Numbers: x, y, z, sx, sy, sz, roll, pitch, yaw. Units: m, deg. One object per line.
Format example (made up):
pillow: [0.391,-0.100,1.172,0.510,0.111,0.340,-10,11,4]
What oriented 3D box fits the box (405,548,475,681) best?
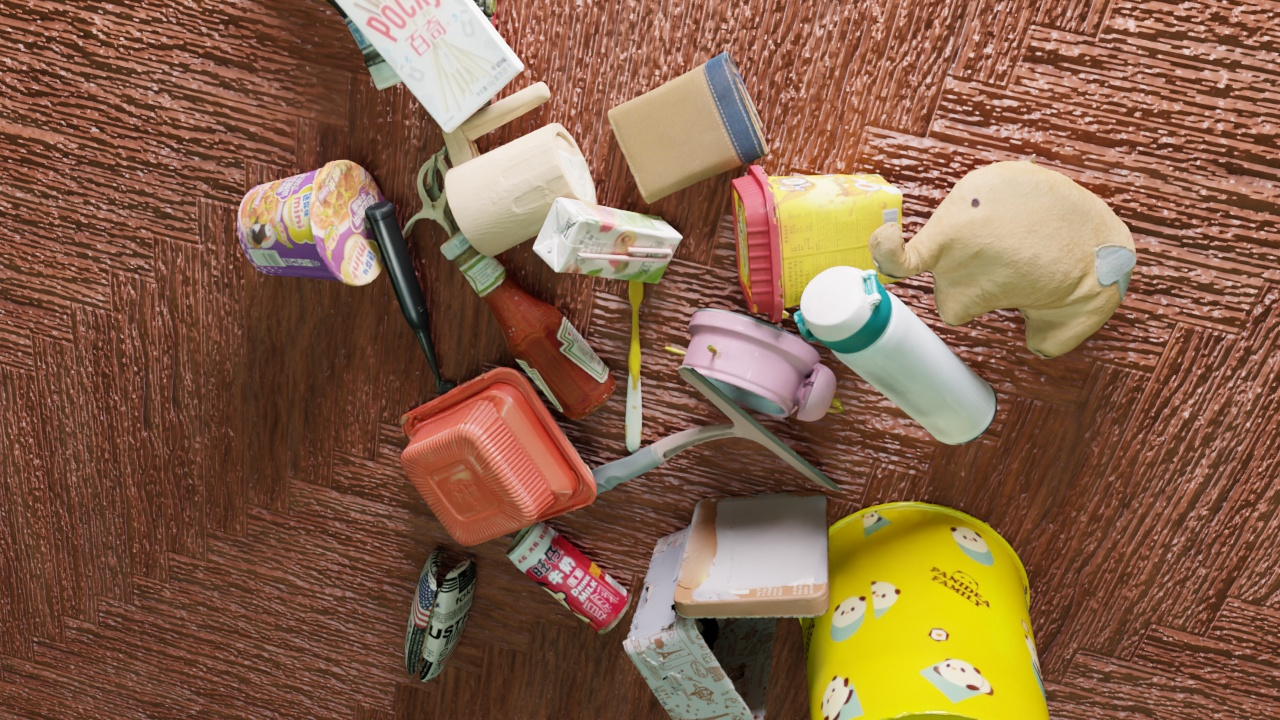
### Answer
box: [-0.238,0.281,1.015,0.081,0.074,0.164,25,118,10]

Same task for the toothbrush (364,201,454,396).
toothbrush: [-0.215,-0.049,0.877,0.027,0.026,0.213,-2,122,20]

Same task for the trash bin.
trash bin: [0.250,0.291,0.818,0.230,0.254,0.230,4,114,10]

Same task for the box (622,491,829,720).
box: [0.106,0.218,0.859,0.193,0.182,0.156,-24,107,23]

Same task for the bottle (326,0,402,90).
bottle: [-0.243,-0.326,0.763,0.080,0.044,0.195,-14,111,17]

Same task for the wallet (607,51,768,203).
wallet: [0.040,-0.193,0.772,0.115,0.033,0.090,-21,105,20]

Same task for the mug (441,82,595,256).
mug: [-0.108,-0.166,0.794,0.104,0.084,0.124,-21,81,17]

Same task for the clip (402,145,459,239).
clip: [-0.183,-0.145,0.836,0.061,0.034,0.097,17,120,2]

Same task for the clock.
clock: [0.107,0.012,0.800,0.158,0.117,0.059,23,80,-18]

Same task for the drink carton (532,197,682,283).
drink carton: [-0.024,-0.099,0.778,0.045,0.122,0.054,48,120,36]

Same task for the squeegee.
squeegee: [0.024,0.092,0.884,0.250,0.040,0.247,-23,137,32]

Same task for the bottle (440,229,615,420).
bottle: [-0.105,-0.035,0.849,0.060,0.059,0.206,-33,106,22]

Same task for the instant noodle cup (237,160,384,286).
instant noodle cup: [-0.299,-0.122,0.834,0.099,0.111,0.112,0,113,22]

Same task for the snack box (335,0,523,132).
snack box: [-0.176,-0.273,0.743,0.085,0.026,0.157,-35,108,17]

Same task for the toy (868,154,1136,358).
toy: [0.282,-0.090,0.720,0.226,0.082,0.143,16,95,-15]

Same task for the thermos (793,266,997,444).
thermos: [0.209,-0.001,0.744,0.073,0.073,0.224,-38,133,23]

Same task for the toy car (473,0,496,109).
toy car: [-0.146,-0.266,0.775,0.049,0.031,0.106,5,112,3]

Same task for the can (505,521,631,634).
can: [-0.076,0.226,0.965,0.132,0.053,0.053,41,114,-8]

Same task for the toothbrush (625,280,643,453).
toothbrush: [-0.005,0.005,0.877,0.016,0.018,0.192,4,116,6]

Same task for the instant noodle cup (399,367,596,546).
instant noodle cup: [-0.155,0.107,0.901,0.189,0.078,0.164,-25,105,36]

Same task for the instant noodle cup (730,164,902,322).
instant noodle cup: [0.144,-0.103,0.753,0.124,0.116,0.116,-8,113,1]
